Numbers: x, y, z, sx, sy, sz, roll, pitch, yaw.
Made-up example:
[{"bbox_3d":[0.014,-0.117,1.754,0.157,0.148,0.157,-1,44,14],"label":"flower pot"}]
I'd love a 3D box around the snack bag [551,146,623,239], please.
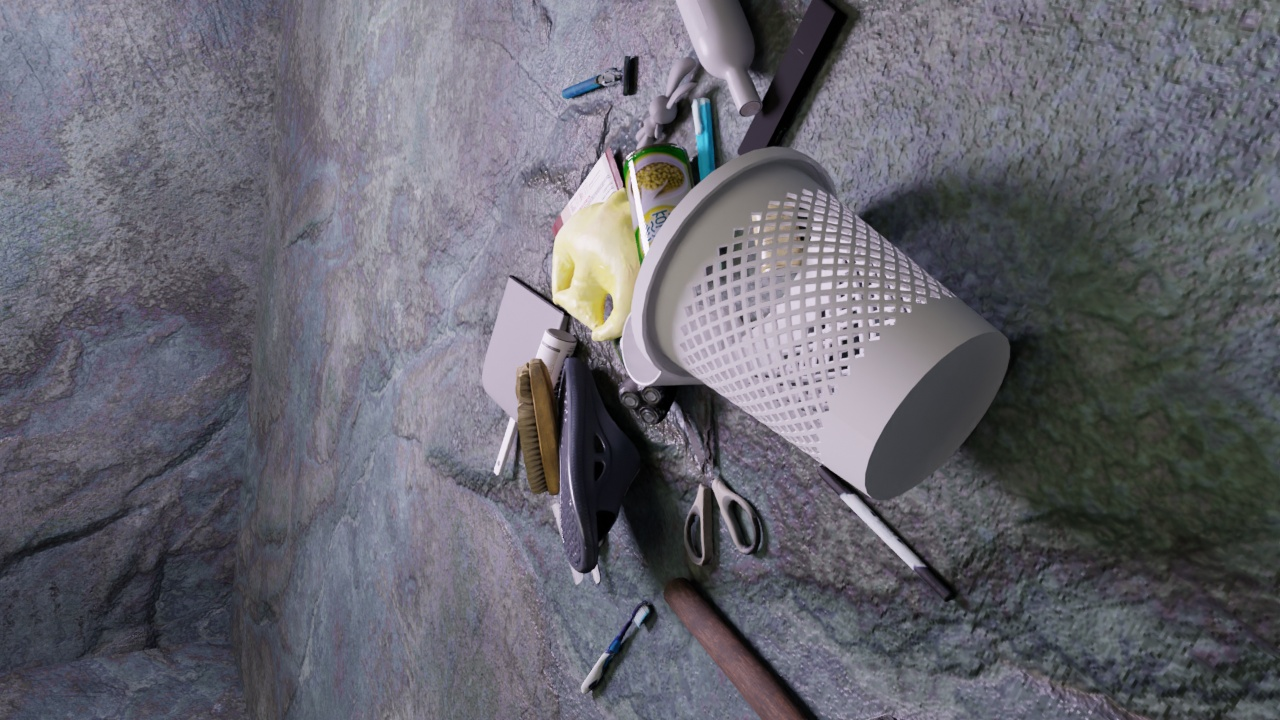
[{"bbox_3d":[-0.064,-0.177,1.069,0.158,0.013,0.057,-45,56,47],"label":"snack bag"}]

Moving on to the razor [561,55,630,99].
[{"bbox_3d":[-0.055,-0.315,1.046,0.144,0.022,0.042,10,98,57],"label":"razor"}]

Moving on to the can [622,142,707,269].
[{"bbox_3d":[0.024,-0.141,0.888,0.067,0.067,0.121,-29,67,53],"label":"can"}]

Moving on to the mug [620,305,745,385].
[{"bbox_3d":[0.030,-0.015,0.861,0.111,0.090,0.074,4,94,56],"label":"mug"}]

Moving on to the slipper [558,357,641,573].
[{"bbox_3d":[-0.047,0.111,1.004,0.111,0.083,0.267,105,163,-47],"label":"slipper"}]

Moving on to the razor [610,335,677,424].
[{"bbox_3d":[-0.006,0.006,0.942,0.151,0.067,0.054,-123,33,-50],"label":"razor"}]

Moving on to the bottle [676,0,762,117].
[{"bbox_3d":[0.069,-0.303,0.830,0.053,0.052,0.195,-44,55,48],"label":"bottle"}]

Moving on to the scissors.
[{"bbox_3d":[0.066,0.126,0.879,0.157,0.012,0.166,44,126,44],"label":"scissors"}]

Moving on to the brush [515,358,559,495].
[{"bbox_3d":[-0.120,0.082,1.083,0.059,0.043,0.196,-93,-1,-56],"label":"brush"}]

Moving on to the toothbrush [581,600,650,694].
[{"bbox_3d":[-0.029,0.327,1.027,0.017,0.016,0.189,52,132,29],"label":"toothbrush"}]

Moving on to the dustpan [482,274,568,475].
[{"bbox_3d":[-0.163,0.034,1.213,0.163,0.033,0.258,35,110,51],"label":"dustpan"}]

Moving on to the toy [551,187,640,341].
[{"bbox_3d":[-0.036,-0.106,0.978,0.170,0.064,0.155,44,115,42],"label":"toy"}]

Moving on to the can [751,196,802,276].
[{"bbox_3d":[0.115,-0.113,0.778,0.038,0.038,0.079,-18,76,55],"label":"can"}]

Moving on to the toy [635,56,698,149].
[{"bbox_3d":[0.023,-0.252,0.922,0.112,0.030,0.049,130,144,-51],"label":"toy"}]

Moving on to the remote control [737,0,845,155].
[{"bbox_3d":[0.126,-0.231,0.781,0.150,0.013,0.034,-63,38,35],"label":"remote control"}]

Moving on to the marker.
[{"bbox_3d":[0.184,0.129,0.704,0.152,0.011,0.011,48,129,44],"label":"marker"}]

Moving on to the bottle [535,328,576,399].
[{"bbox_3d":[-0.114,0.021,1.109,0.041,0.041,0.116,40,114,49],"label":"bottle"}]

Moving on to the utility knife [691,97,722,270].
[{"bbox_3d":[0.063,-0.166,0.875,0.022,0.015,0.178,-15,77,56],"label":"utility knife"}]

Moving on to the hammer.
[{"bbox_3d":[0.099,0.324,0.815,0.300,0.037,0.218,41,124,49],"label":"hammer"}]

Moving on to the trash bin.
[{"bbox_3d":[0.131,-0.017,0.643,0.199,0.195,0.196,43,126,36],"label":"trash bin"}]

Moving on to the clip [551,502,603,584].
[{"bbox_3d":[-0.066,0.207,1.072,0.058,0.052,0.102,90,161,-61],"label":"clip"}]
